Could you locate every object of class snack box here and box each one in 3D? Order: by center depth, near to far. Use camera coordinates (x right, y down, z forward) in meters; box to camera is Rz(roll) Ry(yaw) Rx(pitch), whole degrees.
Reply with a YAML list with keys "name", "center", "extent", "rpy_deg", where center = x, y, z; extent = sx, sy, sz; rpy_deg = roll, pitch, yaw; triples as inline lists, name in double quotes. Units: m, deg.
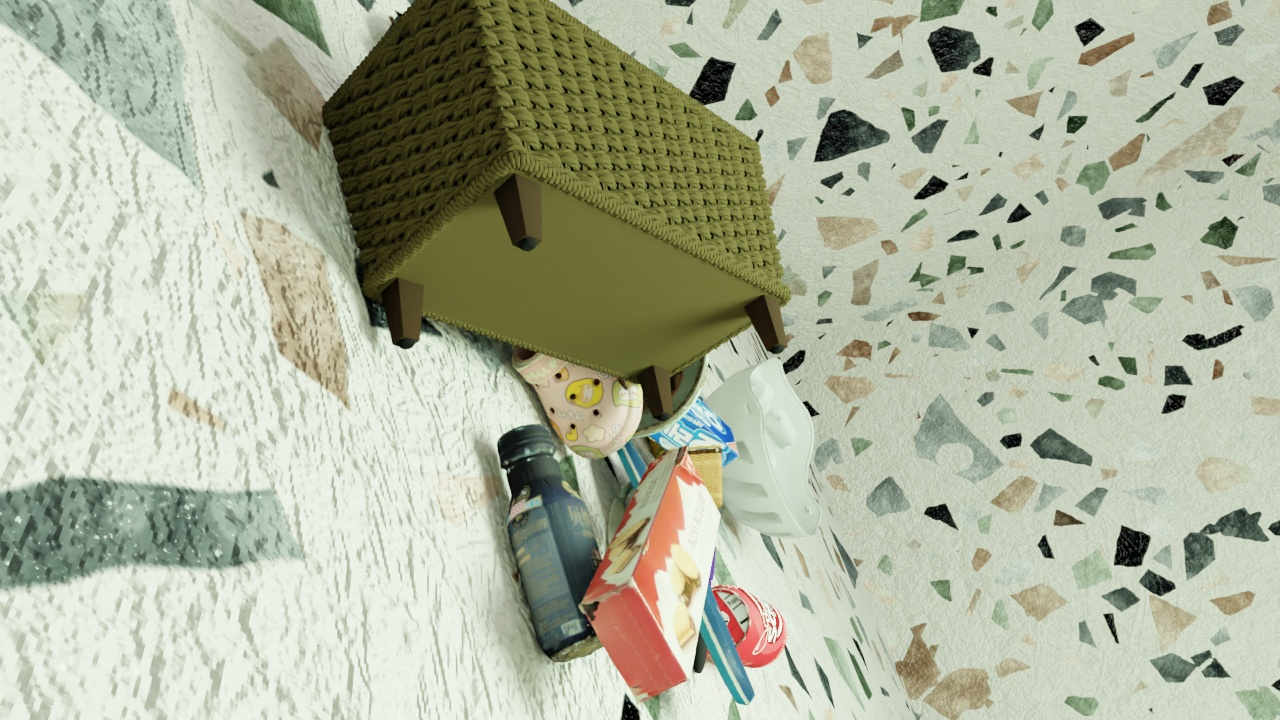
- name: "snack box"
  center: [0.019, 0.138, 0.667]
  extent: [0.076, 0.044, 0.272]
  rpy_deg: [61, 14, -5]
- name: "snack box"
  center: [0.016, 0.042, 1.013]
  extent: [0.226, 0.060, 0.059]
  rpy_deg: [42, 19, -27]

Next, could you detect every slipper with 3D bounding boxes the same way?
- name: "slipper"
  center: [-0.070, -0.008, 0.800]
  extent: [0.081, 0.093, 0.197]
  rpy_deg: [1, 62, -65]
- name: "slipper"
  center: [0.021, 0.188, 0.835]
  extent: [0.118, 0.060, 0.294]
  rpy_deg: [57, 4, -44]

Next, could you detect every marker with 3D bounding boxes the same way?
- name: "marker"
  center: [0.062, 0.237, 0.902]
  extent: [0.015, 0.018, 0.133]
  rpy_deg: [23, 63, -37]

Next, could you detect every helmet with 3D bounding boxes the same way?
- name: "helmet"
  center: [0.184, 0.140, 1.347]
  extent: [0.224, 0.184, 0.282]
  rpy_deg: [49, 11, -34]

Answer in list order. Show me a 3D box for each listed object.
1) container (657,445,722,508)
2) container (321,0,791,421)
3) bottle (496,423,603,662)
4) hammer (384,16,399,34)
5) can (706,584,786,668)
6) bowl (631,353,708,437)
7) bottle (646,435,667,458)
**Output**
- name: "container"
  center: [0.047, 0.135, 0.970]
  extent: [0.114, 0.063, 0.061]
  rpy_deg: [120, -36, -64]
- name: "container"
  center: [-0.043, -0.096, 0.678]
  extent: [0.320, 0.177, 0.204]
  rpy_deg: [19, 48, -45]
- name: "bottle"
  center: [-0.061, 0.121, 0.628]
  extent: [0.056, 0.056, 0.160]
  rpy_deg: [42, 24, -61]
- name: "hammer"
  center: [-0.120, -0.243, 0.955]
  extent: [0.333, 0.033, 0.133]
  rpy_deg: [30, 15, -38]
- name: "can"
  center: [0.103, 0.280, 0.962]
  extent: [0.142, 0.074, 0.074]
  rpy_deg: [44, 23, -59]
- name: "bowl"
  center: [-0.005, 0.005, 0.891]
  extent: [0.094, 0.160, 0.159]
  rpy_deg: [51, 17, -69]
- name: "bottle"
  center: [0.016, 0.021, 1.151]
  extent: [0.068, 0.068, 0.209]
  rpy_deg: [39, 27, -64]
